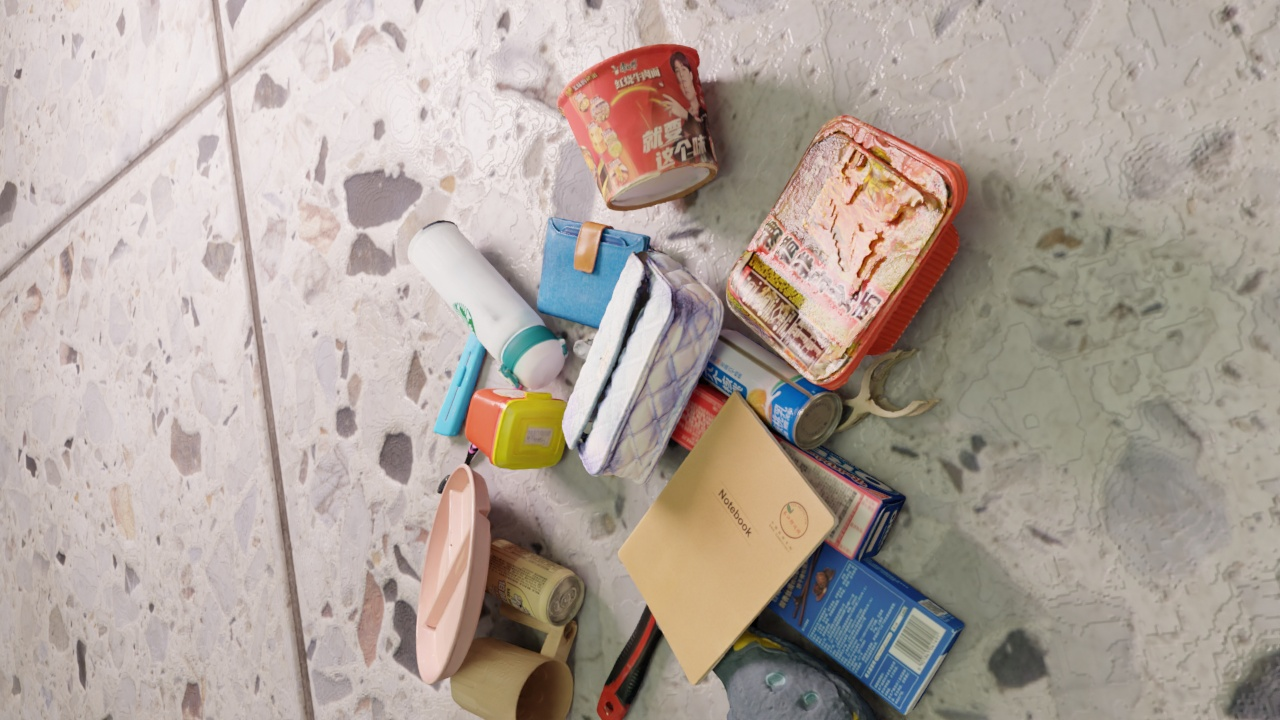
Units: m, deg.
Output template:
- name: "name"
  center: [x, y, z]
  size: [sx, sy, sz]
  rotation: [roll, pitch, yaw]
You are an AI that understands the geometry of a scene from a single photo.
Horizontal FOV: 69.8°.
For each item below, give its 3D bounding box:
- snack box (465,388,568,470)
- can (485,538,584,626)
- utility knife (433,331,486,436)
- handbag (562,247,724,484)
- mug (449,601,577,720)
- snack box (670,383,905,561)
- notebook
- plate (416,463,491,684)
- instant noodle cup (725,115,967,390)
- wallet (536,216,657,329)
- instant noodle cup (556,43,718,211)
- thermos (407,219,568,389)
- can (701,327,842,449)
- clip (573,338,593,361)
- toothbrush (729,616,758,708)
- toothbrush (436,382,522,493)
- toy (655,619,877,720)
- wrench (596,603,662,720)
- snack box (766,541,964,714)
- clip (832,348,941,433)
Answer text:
- name: "snack box"
  center: [-0.129, 0.066, 0.955]
  size: [0.080, 0.091, 0.082]
  rotation: [23, 103, 43]
- name: "can"
  center: [-0.119, 0.231, 0.960]
  size: [0.116, 0.058, 0.058]
  rotation: [15, 98, 37]
- name: "utility knife"
  center: [-0.194, -0.001, 1.050]
  size: [0.034, 0.018, 0.199]
  rotation: [31, 106, 35]
- name: "handbag"
  center: [-0.005, 0.005, 0.831]
  size: [0.194, 0.075, 0.134]
  rotation: [-66, 24, 17]
- name: "mug"
  center: [-0.129, 0.321, 0.961]
  size: [0.104, 0.084, 0.124]
  rotation: [5, 67, 39]
- name: "snack box"
  center: [0.120, 0.090, 0.782]
  size: [0.207, 0.057, 0.058]
  rotation: [32, 105, 34]
- name: "notebook"
  center: [0.063, 0.150, 0.769]
  size: [0.208, 0.008, 0.147]
  rotation: [-57, 48, 27]
- name: "plate"
  center: [-0.199, 0.226, 0.978]
  size: [0.230, 0.028, 0.229]
  rotation: [-168, 90, -69]
- name: "instant noodle cup"
  center: [0.166, -0.084, 0.720]
  size: [0.189, 0.079, 0.164]
  rotation: [-60, 40, 18]
- name: "wallet"
  center: [-0.047, -0.086, 0.928]
  size: [0.133, 0.040, 0.106]
  rotation: [18, 104, 35]
- name: "instant noodle cup"
  center: [0.006, -0.206, 0.835]
  size: [0.138, 0.137, 0.108]
  rotation: [-22, 84, 35]
- name: "thermos"
  center: [-0.166, -0.058, 0.986]
  size: [0.224, 0.073, 0.073]
  rotation: [46, 115, 26]
- name: "can"
  center: [0.106, 0.021, 0.782]
  size: [0.134, 0.053, 0.053]
  rotation: [37, 111, 45]
- name: "clip"
  center: [-0.042, -0.003, 0.933]
  size: [0.057, 0.031, 0.025]
  rotation: [39, 113, 27]
- name: "toothbrush"
  center: [0.101, 0.226, 0.824]
  size: [0.014, 0.016, 0.189]
  rotation: [10, 92, 26]
- name: "toothbrush"
  center: [-0.181, 0.086, 1.038]
  size: [0.190, 0.017, 0.014]
  rotation: [-53, 54, 22]
- name: "toy"
  center: [0.139, 0.325, 0.740]
  size: [0.138, 0.091, 0.356]
  rotation: [-46, 63, 29]
- name: "wrench"
  center: [0.013, 0.239, 0.885]
  size: [0.056, 0.016, 0.274]
  rotation: [29, 106, 34]
- name: "snack box"
  center: [0.175, 0.205, 0.755]
  size: [0.157, 0.026, 0.085]
  rotation: [34, 109, 33]
- name: "clip"
  center: [0.197, 0.040, 0.740]
  size: [0.092, 0.034, 0.103]
  rotation: [48, 121, 29]
